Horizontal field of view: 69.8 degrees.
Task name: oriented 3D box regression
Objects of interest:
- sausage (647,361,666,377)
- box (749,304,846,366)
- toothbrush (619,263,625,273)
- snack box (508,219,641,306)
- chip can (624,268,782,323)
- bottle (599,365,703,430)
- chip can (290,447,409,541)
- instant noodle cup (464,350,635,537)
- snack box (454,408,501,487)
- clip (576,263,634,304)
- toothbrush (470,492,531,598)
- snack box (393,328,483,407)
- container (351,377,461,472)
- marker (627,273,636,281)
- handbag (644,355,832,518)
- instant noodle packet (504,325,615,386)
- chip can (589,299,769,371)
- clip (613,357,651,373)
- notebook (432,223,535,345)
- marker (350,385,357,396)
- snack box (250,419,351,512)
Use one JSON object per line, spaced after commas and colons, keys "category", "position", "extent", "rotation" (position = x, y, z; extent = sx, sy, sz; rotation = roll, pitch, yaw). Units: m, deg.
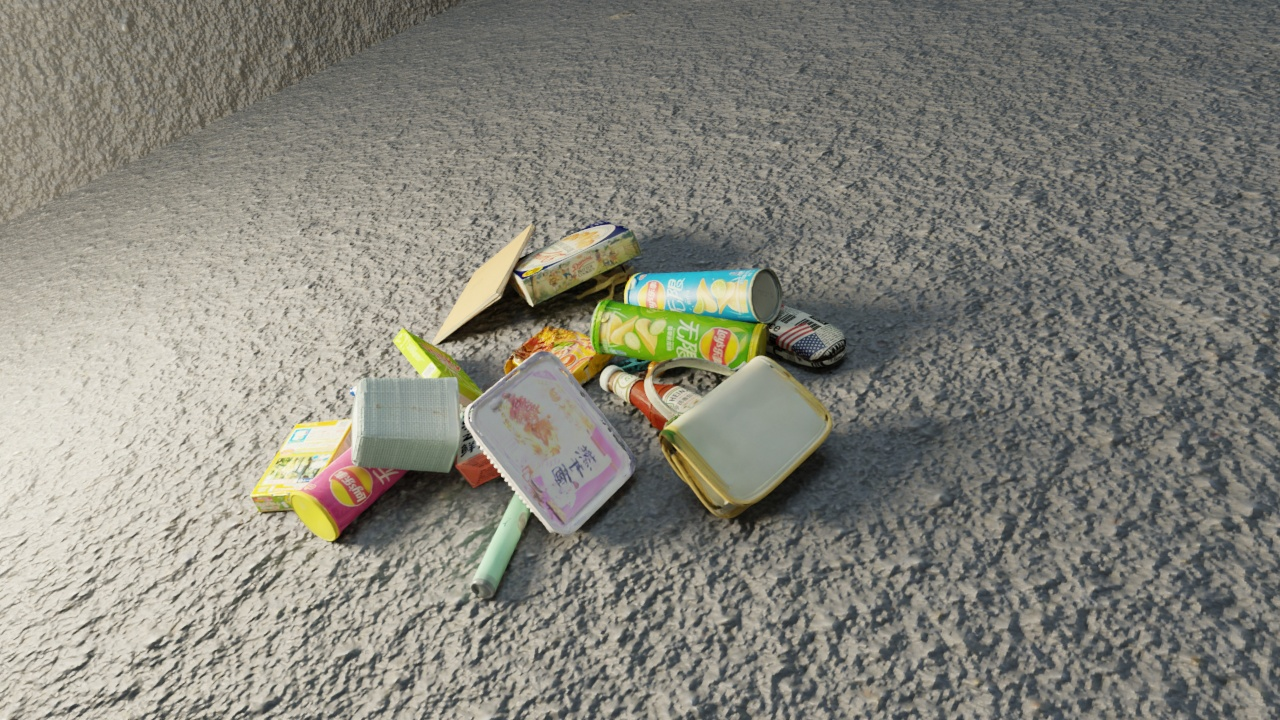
{"category": "sausage", "position": [0.057, -0.025, 1.218], "extent": [0.021, 0.021, 0.164], "rotation": [13, 42, 35]}
{"category": "box", "position": [0.189, -0.030, 1.166], "extent": [0.071, 0.060, 0.164], "rotation": [-47, 41, -12]}
{"category": "toothbrush", "position": [-0.038, -0.157, 1.422], "extent": [0.017, 0.014, 0.189], "rotation": [-26, 20, 1]}
{"category": "snack box", "position": [-0.107, -0.152, 1.392], "extent": [0.182, 0.046, 0.178], "rotation": [-26, 19, -9]}
{"category": "chip can", "position": [0.078, -0.083, 1.202], "extent": [0.211, 0.071, 0.071], "rotation": [2, 35, 42]}
{"category": "bottle", "position": [0.028, 0.052, 1.080], "extent": [0.059, 0.060, 0.206], "rotation": [-34, 39, -28]}
{"category": "chip can", "position": [-0.312, 0.119, 1.097], "extent": [0.071, 0.071, 0.209], "rotation": [12, 41, 34]}
{"category": "instant noodle cup", "position": [-0.104, 0.092, 0.996], "extent": [0.137, 0.173, 0.060], "rotation": [-41, 8, -35]}
{"category": "snack box", "position": [-0.163, 0.077, 1.105], "extent": [0.113, 0.044, 0.127], "rotation": [-27, 33, 8]}
{"category": "clip", "position": [-0.046, -0.113, 1.379], "extent": [0.102, 0.035, 0.094], "rotation": [-16, 28, -17]}
{"category": "toothbrush", "position": [-0.133, 0.167, 1.002], "extent": [0.027, 0.026, 0.223], "rotation": [-9, 32, 22]}
{"category": "snack box", "position": [-0.269, 0.012, 1.230], "extent": [0.026, 0.085, 0.156], "rotation": [-53, 39, 1]}
{"category": "container", "position": [-0.269, 0.072, 1.048], "extent": [0.111, 0.090, 0.089], "rotation": [4, 57, -21]}
{"category": "marker", "position": [0.049, -0.122, 1.370], "extent": [0.145, 0.017, 0.017], "rotation": [2, 37, 23]}
{"category": "handbag", "position": [0.091, 0.060, 0.971], "extent": [0.163, 0.063, 0.178], "rotation": [-36, 76, -29]}
{"category": "instant noodle packet", "position": [-0.107, -0.001, 1.225], "extent": [0.128, 0.044, 0.110], "rotation": [16, 48, 37]}
{"category": "chip can", "position": [0.046, -0.027, 1.147], "extent": [0.221, 0.073, 0.072], "rotation": [9, 39, 16]}
{"category": "clip", "position": [-0.010, 0.006, 1.205], "extent": [0.057, 0.015, 0.049], "rotation": [-17, 36, -6]}
{"category": "notebook", "position": [-0.239, -0.118, 1.415], "extent": [0.150, 0.012, 0.210], "rotation": [-33, 24, 29]}
{"category": "marker", "position": [-0.337, 0.042, 1.270], "extent": [0.146, 0.017, 0.016], "rotation": [-1, 35, 19]}
{"category": "snack box", "position": [-0.418, 0.131, 1.156], "extent": [0.087, 0.034, 0.140], "rotation": [-6, 33, 12]}
